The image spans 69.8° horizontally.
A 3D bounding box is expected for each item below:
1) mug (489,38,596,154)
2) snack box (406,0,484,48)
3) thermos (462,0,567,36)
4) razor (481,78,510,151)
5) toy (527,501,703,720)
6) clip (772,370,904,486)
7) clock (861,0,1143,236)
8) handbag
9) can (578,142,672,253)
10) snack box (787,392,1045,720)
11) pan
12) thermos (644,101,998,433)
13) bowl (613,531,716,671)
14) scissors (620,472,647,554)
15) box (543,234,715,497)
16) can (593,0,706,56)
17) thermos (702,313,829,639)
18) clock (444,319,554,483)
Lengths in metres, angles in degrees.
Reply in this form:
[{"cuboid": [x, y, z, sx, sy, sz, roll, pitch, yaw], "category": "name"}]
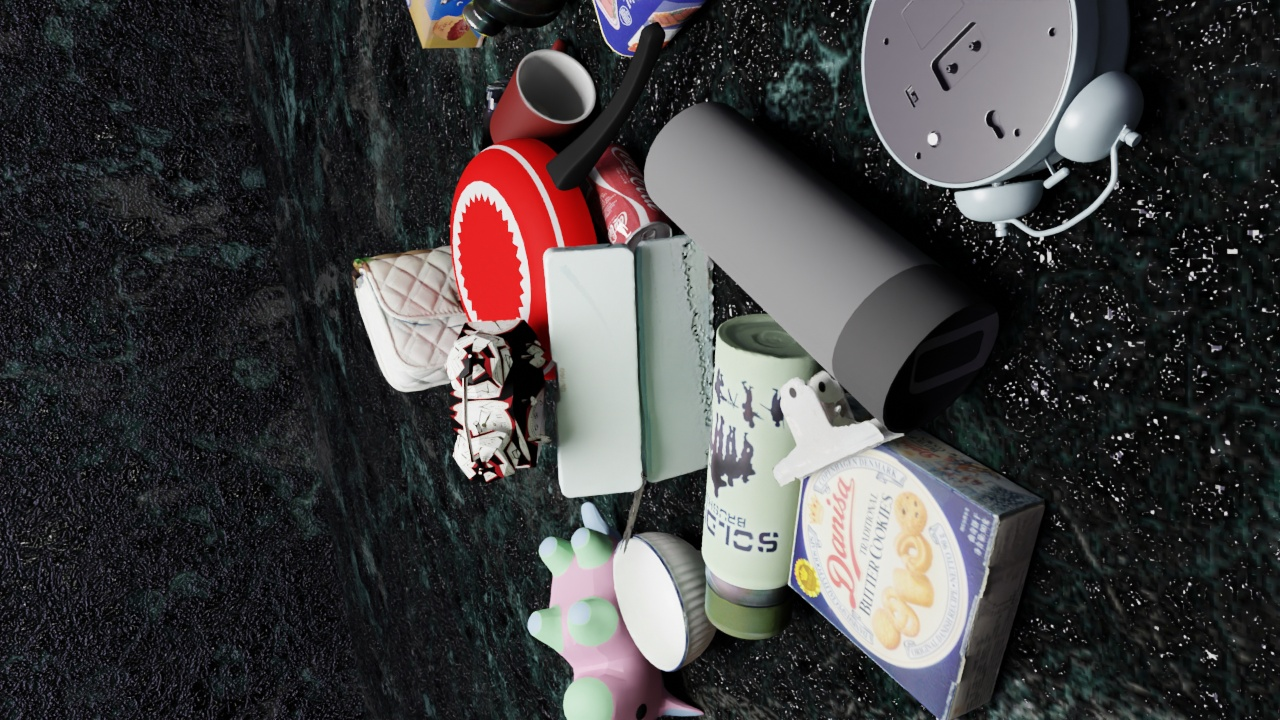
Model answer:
[{"cuboid": [-0.086, -0.237, 0.826, 0.083, 0.073, 0.105, 144, 138, -60], "category": "mug"}, {"cuboid": [-0.188, -0.439, 0.913, 0.203, 0.069, 0.155, -44, 63, 57], "category": "snack box"}, {"cuboid": [-0.071, -0.353, 0.725, 0.221, 0.098, 0.098, -35, 70, 55], "category": "thermos"}, {"cuboid": [-0.143, -0.233, 0.948, 0.152, 0.054, 0.067, 130, 132, -63], "category": "razor"}, {"cuboid": [-0.028, 0.257, 0.882, 0.120, 0.171, 0.221, -21, 47, 28], "category": "toy"}, {"cuboid": [0.100, 0.038, 0.539, 0.058, 0.050, 0.102, 60, 146, 7], "category": "clip"}, {"cuboid": [0.168, -0.134, 0.430, 0.123, 0.045, 0.159, -46, 63, 57], "category": "clock"}, {"cuboid": [-0.181, -0.056, 0.936, 0.073, 0.194, 0.138, -37, 72, 53], "category": "handbag"}, {"cuboid": [-0.015, -0.129, 0.749, 0.096, 0.054, 0.054, 59, 147, 29], "category": "can"}, {"cuboid": [0.156, 0.113, 0.554, 0.145, 0.042, 0.144, 35, 130, 50], "category": "snack box"}, {"cuboid": [-0.075, -0.124, 0.738, 0.208, 0.067, 0.357, 62, 145, 21], "category": "pan"}, {"cuboid": [0.097, -0.065, 0.545, 0.240, 0.082, 0.082, 51, 142, 39], "category": "thermos"}, {"cuboid": [0.032, 0.200, 0.792, 0.118, 0.062, 0.118, 31, 127, 52], "category": "bowl"}, {"cuboid": [0.011, 0.083, 0.767, 0.121, 0.012, 0.170, -29, 52, 52], "category": "scissors"}, {"cuboid": [-0.004, 0.006, 0.700, 0.040, 0.134, 0.197, -126, 32, -65], "category": "box"}, {"cuboid": [0.004, -0.286, 0.647, 0.092, 0.056, 0.116, -23, 81, 62], "category": "can"}, {"cuboid": [0.083, 0.086, 0.642, 0.082, 0.082, 0.232, 36, 132, 51], "category": "thermos"}, {"cuboid": [-0.100, 0.029, 0.680, 0.154, 0.065, 0.115, -57, -36, -80], "category": "clock"}]
